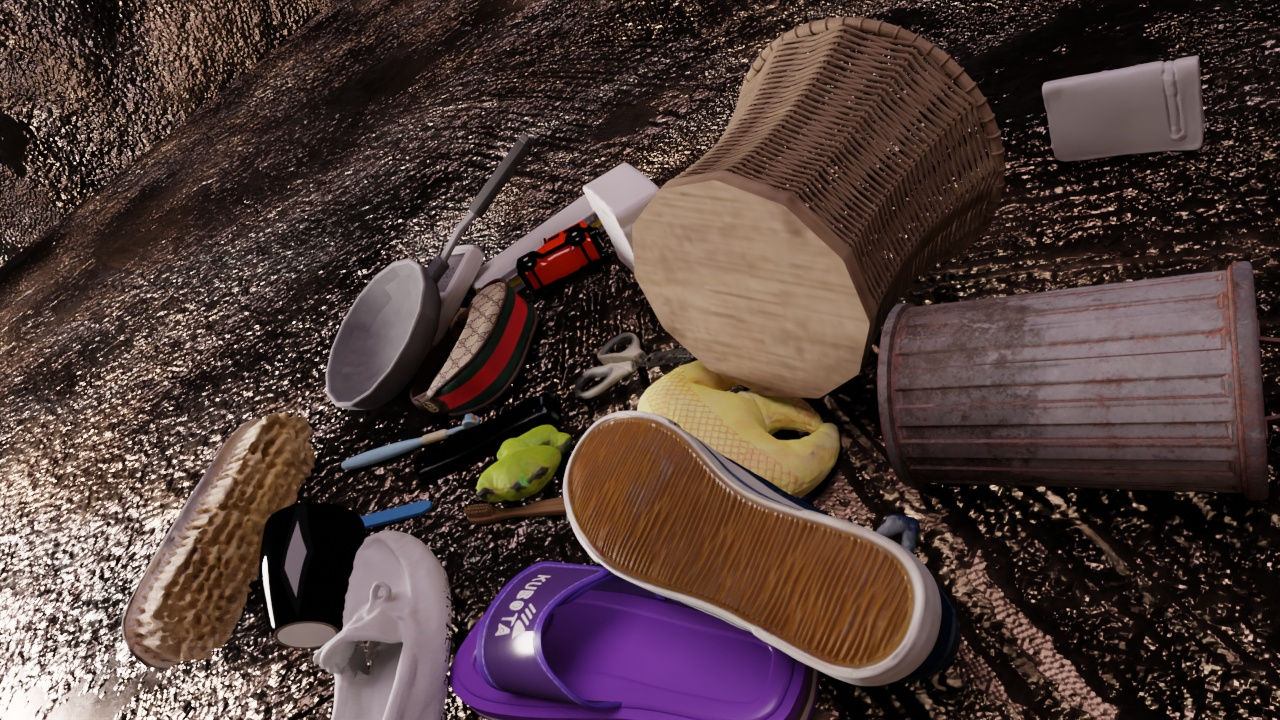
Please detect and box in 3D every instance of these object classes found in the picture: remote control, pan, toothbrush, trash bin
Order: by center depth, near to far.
[{"bbox_3d":[0.265,0.016,0.550,0.212,0.131,0.130,-4,44,33],"label":"trash bin"},{"bbox_3d":[-0.076,0.121,0.757,0.167,0.016,0.016,-10,42,25],"label":"toothbrush"},{"bbox_3d":[-0.267,0.156,0.854,0.167,0.014,0.016,-16,39,13],"label":"toothbrush"},{"bbox_3d":[-0.146,0.071,0.859,0.152,0.020,0.041,-25,36,9],"label":"remote control"},{"bbox_3d":[-0.230,0.082,0.908,0.155,0.016,0.022,-20,6,14],"label":"toothbrush"},{"bbox_3d":[-0.222,-0.093,0.992,0.357,0.041,0.178,-52,38,9],"label":"pan"},{"bbox_3d":[-0.226,-0.071,1.045,0.060,0.025,0.138,2,62,49],"label":"remote control"}]

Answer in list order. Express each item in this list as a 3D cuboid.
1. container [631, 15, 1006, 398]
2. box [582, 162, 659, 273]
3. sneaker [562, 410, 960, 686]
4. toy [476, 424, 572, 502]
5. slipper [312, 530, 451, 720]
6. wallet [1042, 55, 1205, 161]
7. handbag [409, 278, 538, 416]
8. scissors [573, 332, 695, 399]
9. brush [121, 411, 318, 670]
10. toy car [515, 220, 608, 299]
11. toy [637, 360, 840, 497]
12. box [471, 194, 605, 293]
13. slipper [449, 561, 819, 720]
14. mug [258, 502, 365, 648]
[{"bbox_3d":[0.126,-0.106,0.686,0.227,0.227,0.195,9,46,40],"label":"container"},{"bbox_3d":[0.022,-0.123,0.898,0.083,0.110,0.190,-45,41,-17],"label":"box"},{"bbox_3d":[0.072,0.114,0.584,0.295,0.127,0.120,22,81,44],"label":"sneaker"},{"bbox_3d":[-0.100,0.088,0.789,0.094,0.036,0.093,-25,22,-11],"label":"toy"},{"bbox_3d":[-0.192,0.221,0.668,0.112,0.074,0.246,-29,36,9],"label":"slipper"},{"bbox_3d":[0.398,-0.208,0.756,0.116,0.086,0.032,4,54,33],"label":"wallet"},{"bbox_3d":[-0.179,-0.015,0.954,0.139,0.063,0.166,-19,39,31],"label":"handbag"},{"bbox_3d":[0.002,-0.008,0.817,0.170,0.012,0.131,-31,25,30],"label":"scissors"},{"bbox_3d":[-0.390,0.160,0.870,0.057,0.083,0.270,-13,39,23],"label":"brush"},{"bbox_3d":[-0.086,-0.113,1.006,0.100,0.051,0.048,-27,39,4],"label":"toy car"},{"bbox_3d":[0.062,0.059,0.698,0.154,0.065,0.170,-23,39,-14],"label":"toy"},{"bbox_3d":[-0.104,-0.137,1.065,0.209,0.033,0.064,-35,33,-7],"label":"box"},{"bbox_3d":[-0.025,0.180,0.594,0.267,0.084,0.107,-3,45,32],"label":"slipper"},{"bbox_3d":[-0.285,0.193,0.776,0.119,0.084,0.100,-44,41,34],"label":"mug"}]
